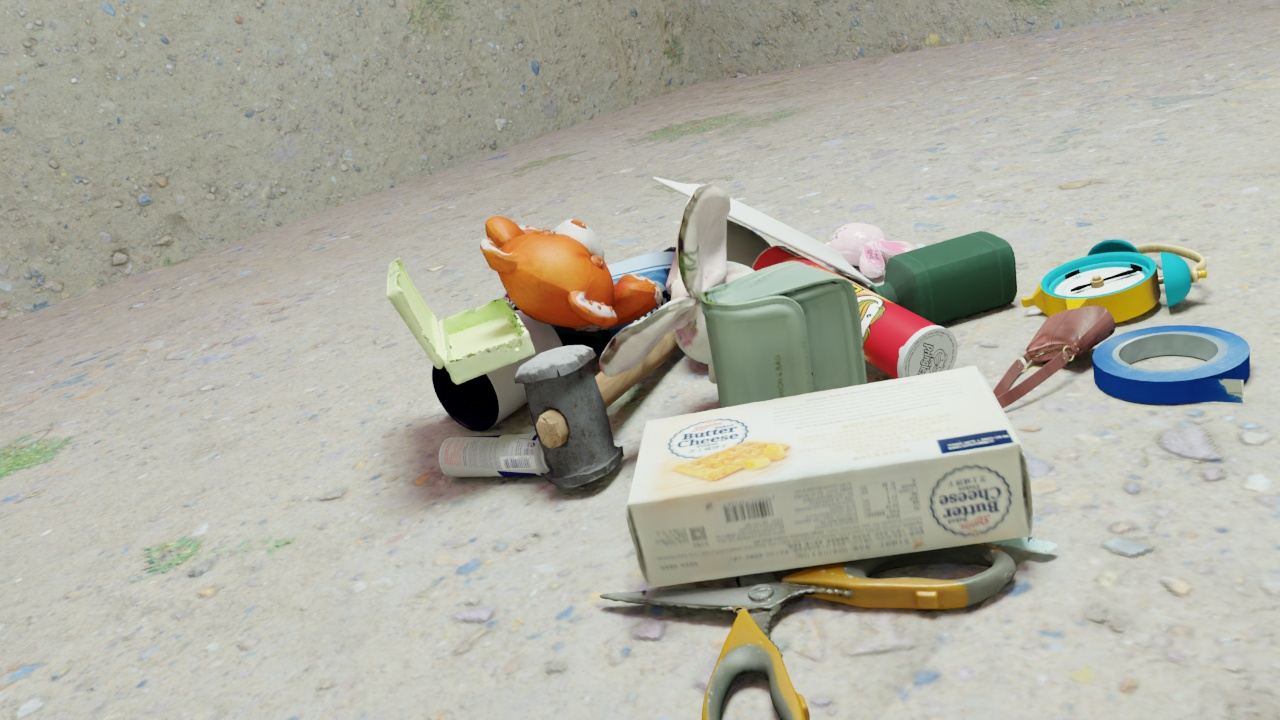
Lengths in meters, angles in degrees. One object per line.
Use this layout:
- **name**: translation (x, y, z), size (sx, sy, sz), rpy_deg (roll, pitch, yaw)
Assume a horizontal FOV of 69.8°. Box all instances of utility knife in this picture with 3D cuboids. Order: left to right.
- **utility knife**: translation (0.153, 0.094, 0.527), size (0.162, 0.015, 0.022), rpy_deg (3, 27, 34)

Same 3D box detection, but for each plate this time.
- **plate**: translation (0.124, -0.134, 0.912), size (0.242, 0.016, 0.242), rpy_deg (25, 10, -5)

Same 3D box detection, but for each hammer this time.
- **hammer**: translation (-0.005, 0.005, 0.788), size (0.052, 0.098, 0.327), rpy_deg (-11, 12, 25)

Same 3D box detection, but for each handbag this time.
- **handbag**: translation (0.101, 0.001, 0.649), size (0.106, 0.122, 0.067), rpy_deg (-18, 23, -17)
- **handbag**: translation (0.288, 0.001, 0.658), size (0.119, 0.029, 0.055), rpy_deg (-34, 8, -29)

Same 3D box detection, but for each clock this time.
- **clock**: translation (0.384, -0.064, 0.743), size (0.129, 0.044, 0.099), rpy_deg (-23, 21, -3)

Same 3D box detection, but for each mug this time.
- **mug**: translation (-0.139, 0.015, 0.851), size (0.112, 0.078, 0.096), rpy_deg (-34, 3, 43)

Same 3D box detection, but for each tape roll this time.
- **tape roll**: translation (0.358, 0.002, 0.622), size (0.091, 0.016, 0.092), rpy_deg (0, 25, 34)

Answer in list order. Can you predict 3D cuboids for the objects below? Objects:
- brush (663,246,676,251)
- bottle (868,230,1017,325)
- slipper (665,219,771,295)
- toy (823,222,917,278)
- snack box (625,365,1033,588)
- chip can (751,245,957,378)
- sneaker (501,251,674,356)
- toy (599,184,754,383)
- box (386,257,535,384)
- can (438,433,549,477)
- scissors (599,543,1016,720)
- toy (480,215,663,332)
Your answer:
- **brush**: translation (0.056, -0.115, 1.052), size (0.039, 0.012, 0.151), rpy_deg (-36, -13, 27)
- **bottle**: translation (0.253, -0.065, 0.801), size (0.131, 0.061, 0.061), rpy_deg (-16, 23, -5)
- **slipper**: translation (0.080, -0.077, 0.914), size (0.114, 0.055, 0.273), rpy_deg (23, 29, -2)
- **toy**: translation (0.240, -0.120, 0.974), size (0.063, 0.047, 0.110), rpy_deg (-19, 29, -18)
- **snack box**: translation (0.102, 0.064, 0.526), size (0.208, 0.057, 0.104), rpy_deg (-10, 21, 11)
- **chip can**: translation (0.167, -0.041, 0.762), size (0.051, 0.052, 0.215), rpy_deg (-21, 31, -17)
- **sneaker**: translation (-0.020, -0.044, 0.951), size (0.240, 0.084, 0.098), rpy_deg (-13, 62, -30)
- **toy**: translation (0.067, -0.033, 0.713), size (0.194, 0.159, 0.084), rpy_deg (24, 7, -46)
- **box**: translation (-0.153, -0.030, 0.742), size (0.127, 0.066, 0.188), rpy_deg (23, 6, -19)
- **can**: translation (-0.111, 0.075, 0.721), size (0.095, 0.032, 0.032), rpy_deg (-5, 23, 24)
- **scissors**: translation (0.076, 0.133, 0.470), size (0.226, 0.016, 0.229), rpy_deg (-8, 21, 19)
- **toy**: translation (-0.065, -0.076, 0.801), size (0.164, 0.093, 0.172), rpy_deg (28, 6, 4)
